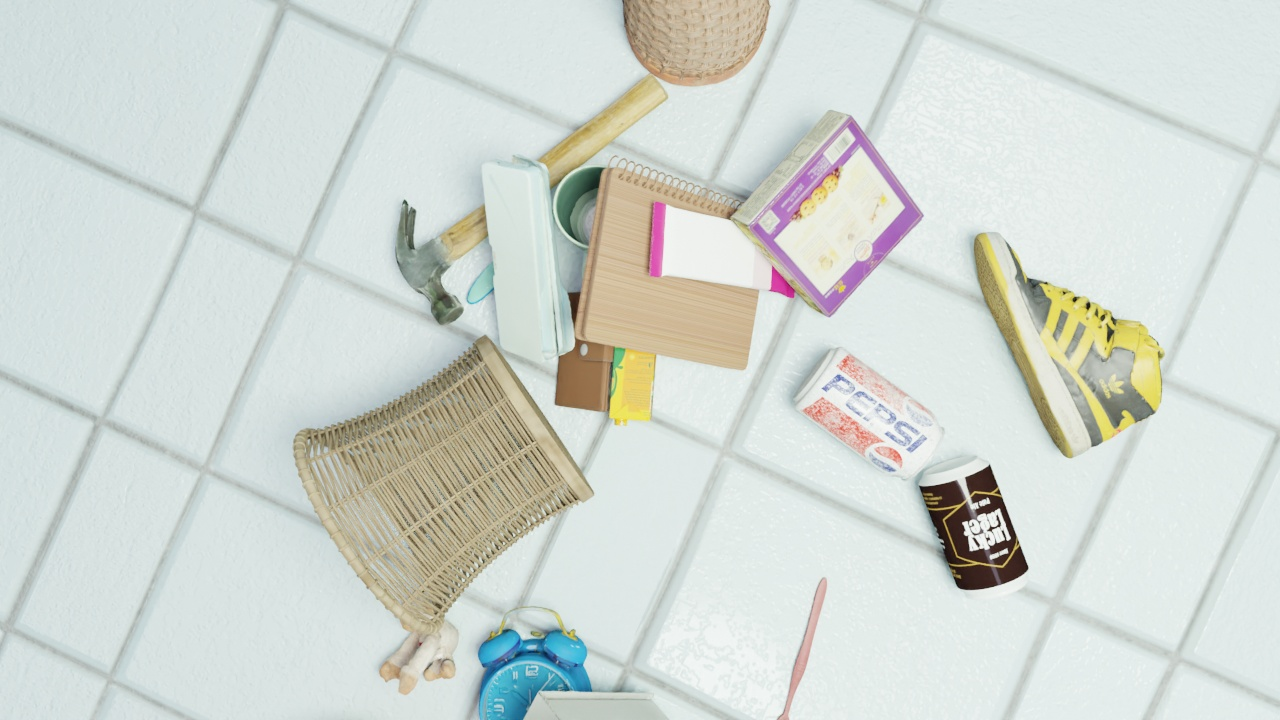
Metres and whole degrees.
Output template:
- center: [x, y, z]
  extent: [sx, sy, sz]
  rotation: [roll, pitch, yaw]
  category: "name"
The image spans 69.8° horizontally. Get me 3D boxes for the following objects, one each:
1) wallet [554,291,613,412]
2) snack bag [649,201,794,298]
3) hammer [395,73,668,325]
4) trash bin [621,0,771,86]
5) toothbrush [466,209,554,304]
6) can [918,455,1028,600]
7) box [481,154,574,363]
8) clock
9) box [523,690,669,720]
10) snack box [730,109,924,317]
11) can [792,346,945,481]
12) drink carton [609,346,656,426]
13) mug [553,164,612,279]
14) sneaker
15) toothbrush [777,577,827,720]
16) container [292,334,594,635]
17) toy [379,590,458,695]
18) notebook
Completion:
- center: [-0.059, -0.011, 0.936]
  extent: [0.013, 0.088, 0.121]
  rotation: [5, 89, -39]
  category: "wallet"
- center: [0.086, -0.105, 0.897]
  extent: [0.196, 0.016, 0.070]
  rotation: [4, 88, -39]
  category: "snack bag"
- center: [-0.112, -0.186, 0.951]
  extent: [0.330, 0.033, 0.132]
  rotation: [-38, 73, 0]
  category: "hammer"
- center: [0.053, -0.363, 0.865]
  extent: [0.151, 0.210, 0.151]
  rotation: [0, 89, 3]
  category: "trash bin"
- center: [-0.136, -0.110, 0.968]
  extent: [0.022, 0.017, 0.135]
  rotation: [44, 91, 3]
  category: "toothbrush"
- center: [0.329, 0.164, 0.907]
  extent: [0.072, 0.072, 0.128]
  rotation: [-20, 88, 3]
  category: "can"
- center: [-0.110, -0.096, 0.893]
  extent: [0.070, 0.085, 0.199]
  rotation: [-12, 117, -17]
  category: "box"
- center: [-0.111, 0.331, 0.935]
  extent: [0.117, 0.060, 0.161]
  rotation: [-3, 87, 3]
  category: "clock"
- center: [-0.081, 0.406, 0.752]
  extent: [0.149, 0.412, 0.167]
  rotation: [28, 97, 7]
  category: "box"
- center: [0.186, -0.141, 0.902]
  extent: [0.143, 0.040, 0.148]
  rotation: [-47, 121, 1]
  category: "snack box"
- center: [0.226, 0.053, 0.912]
  extent: [0.136, 0.078, 0.078]
  rotation: [36, 91, 3]
  category: "can"
- center: [-0.006, 0.005, 0.936]
  extent: [0.041, 0.058, 0.122]
  rotation: [5, 89, 3]
  category: "drink carton"
- center: [-0.041, -0.129, 0.919]
  extent: [0.084, 0.104, 0.111]
  rotation: [9, 88, 3]
  category: "mug"
- center: [0.424, -0.034, 0.897]
  extent: [0.122, 0.086, 0.238]
  rotation: [-24, 92, 8]
  category: "sneaker"
- center: [0.165, 0.313, 0.943]
  extent: [0.015, 0.016, 0.184]
  rotation: [16, 88, -3]
  category: "toothbrush"
- center: [-0.176, 0.108, 0.871]
  extent: [0.196, 0.227, 0.227]
  rotation: [-34, 87, -5]
  category: "container"
- center: [-0.221, 0.281, 0.936]
  extent: [0.074, 0.085, 0.106]
  rotation: [9, 79, -18]
  category: "toy"
- center: [0.039, -0.087, 0.887]
  extent: [0.210, 0.022, 0.169]
  rotation: [10, 88, -40]
  category: "notebook"
